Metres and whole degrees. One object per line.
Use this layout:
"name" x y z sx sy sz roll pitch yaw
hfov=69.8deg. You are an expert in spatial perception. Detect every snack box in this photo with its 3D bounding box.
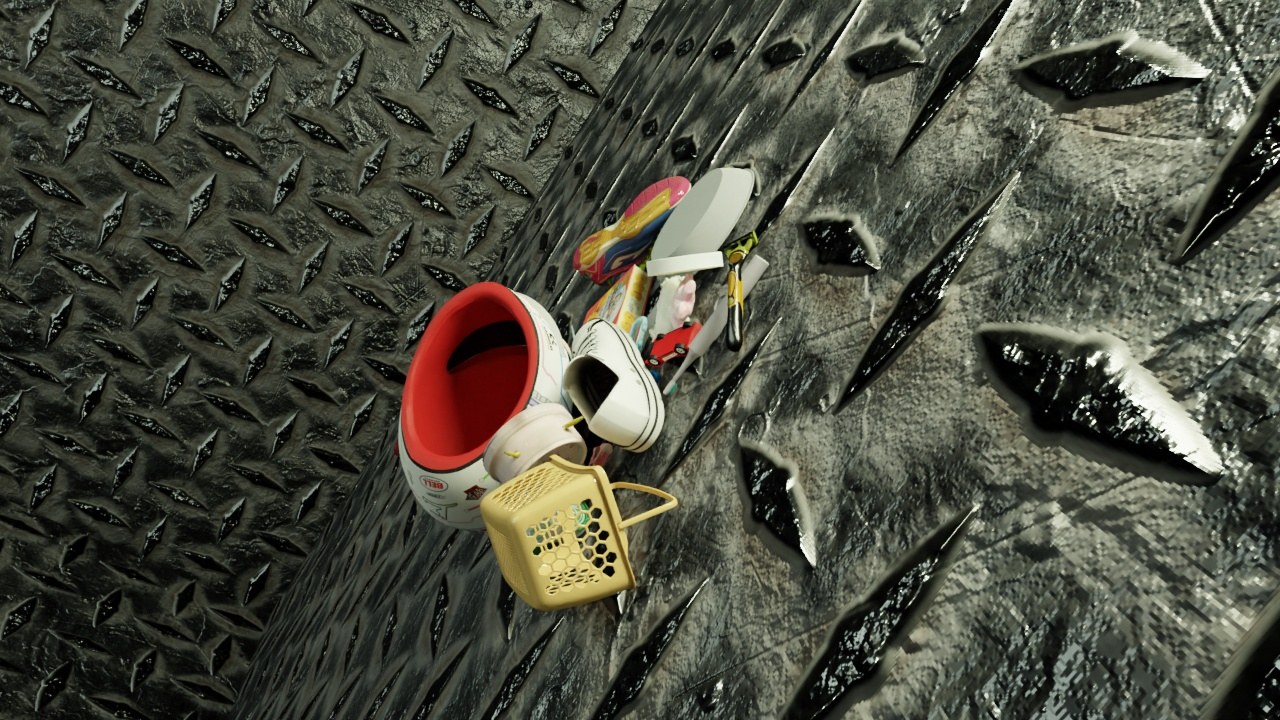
"snack box" -0.046 -0.049 1.366 0.145 0.040 0.142 -41 25 45

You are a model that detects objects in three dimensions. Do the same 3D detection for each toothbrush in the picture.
"toothbrush" 0.081 -0.036 1.029 0.188 0.019 0.018 -54 37 12

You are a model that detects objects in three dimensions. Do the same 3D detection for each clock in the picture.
"clock" -0.119 0.121 1.075 0.116 0.059 0.158 -29 -31 -24

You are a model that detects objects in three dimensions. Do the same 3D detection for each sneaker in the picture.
"sneaker" -0.057 0.019 1.113 0.091 0.097 0.245 -55 30 19
"sneaker" 0.003 -0.195 1.417 0.243 0.091 0.116 -32 34 37

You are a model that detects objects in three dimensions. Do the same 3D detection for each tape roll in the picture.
"tape roll" 0.055 -0.119 1.132 0.094 0.094 0.019 -174 76 -71

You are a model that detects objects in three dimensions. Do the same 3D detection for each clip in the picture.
"clip" -0.050 0.125 1.129 0.045 0.023 0.059 -47 15 36

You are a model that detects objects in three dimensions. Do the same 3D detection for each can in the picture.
"can" -0.104 0.199 1.094 0.101 0.053 0.053 -41 25 45

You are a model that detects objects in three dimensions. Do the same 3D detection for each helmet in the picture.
"helmet" -0.192 0.076 1.238 0.236 0.231 0.314 46 -124 -64

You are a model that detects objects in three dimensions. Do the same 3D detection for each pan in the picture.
"pan" 0.042 -0.118 1.247 0.356 0.051 0.201 -59 17 -7

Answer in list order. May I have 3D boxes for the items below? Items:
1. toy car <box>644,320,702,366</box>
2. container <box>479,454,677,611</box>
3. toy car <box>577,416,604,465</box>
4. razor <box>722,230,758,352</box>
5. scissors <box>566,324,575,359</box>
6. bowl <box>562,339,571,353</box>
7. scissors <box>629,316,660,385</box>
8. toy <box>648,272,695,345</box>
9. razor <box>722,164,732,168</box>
"toy car" 0.041 -0.018 1.087 0.090 0.025 0.038 -24 38 53
"container" -0.059 0.166 0.933 0.166 0.129 0.184 -20 5 -20
"toy car" -0.063 0.092 1.186 0.091 0.036 0.042 -60 17 -5
"razor" 0.104 -0.073 0.988 0.044 0.021 0.144 -24 51 43
"scissors" -0.081 0.008 1.317 0.119 0.014 0.129 -15 84 52
"bowl" -0.144 0.024 1.422 0.153 0.076 0.153 -173 92 -84
"scissors" -0.007 0.004 1.163 0.125 0.013 0.130 11 89 61
"toy" 0.046 -0.066 1.132 0.109 0.041 0.095 160 123 -73
"razor" 0.090 -0.249 1.361 0.141 0.018 0.043 -39 26 48
